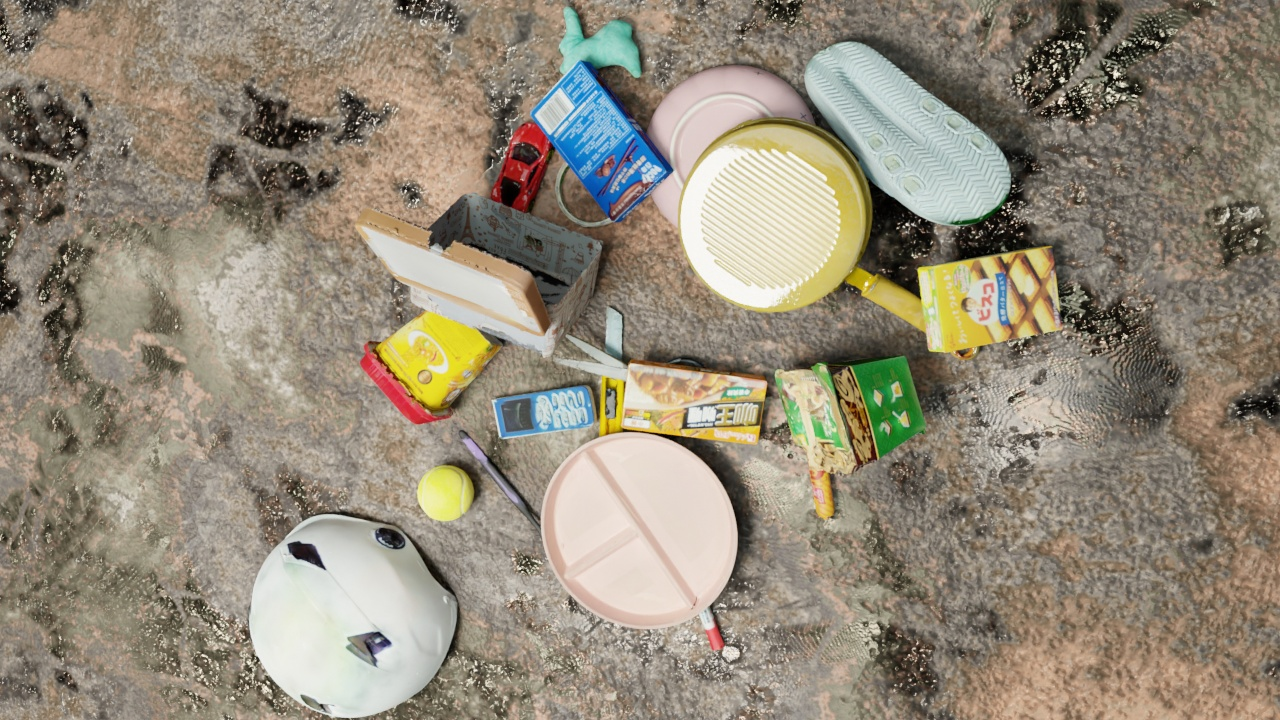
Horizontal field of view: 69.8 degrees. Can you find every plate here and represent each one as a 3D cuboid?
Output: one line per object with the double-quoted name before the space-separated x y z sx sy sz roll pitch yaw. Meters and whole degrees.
"plate" -0.002 0.192 1.044 0.230 0.028 0.229 2 98 15
"plate" 0.094 -0.220 0.982 0.192 0.039 0.192 1 97 12

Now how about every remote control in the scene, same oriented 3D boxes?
"remote control" -0.112 0.060 1.068 0.125 0.024 0.049 -8 95 16

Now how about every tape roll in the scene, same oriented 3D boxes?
"tape roll" -0.053 -0.193 1.030 0.086 0.014 0.086 2 98 12

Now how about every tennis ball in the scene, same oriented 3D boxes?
"tennis ball" -0.230 0.157 1.085 0.065 0.065 0.065 1 97 12

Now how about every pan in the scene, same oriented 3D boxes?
"pan" 0.202 -0.103 0.946 0.357 0.078 0.198 37 114 3

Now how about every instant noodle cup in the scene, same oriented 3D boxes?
"instant noodle cup" -0.233 -0.004 1.048 0.123 0.116 0.116 -42 87 2

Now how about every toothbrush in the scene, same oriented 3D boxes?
"toothbrush" -0.157 0.156 1.099 0.014 0.016 0.189 -41 84 2

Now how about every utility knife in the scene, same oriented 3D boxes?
"utility knife" -0.036 0.049 1.055 0.033 0.015 0.223 3 97 9

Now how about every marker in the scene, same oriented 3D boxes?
"marker" 0.065 0.265 1.060 0.017 0.017 0.145 -20 92 13

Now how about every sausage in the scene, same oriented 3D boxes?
"sausage" 0.193 0.099 1.010 0.021 0.021 0.165 -9 94 13

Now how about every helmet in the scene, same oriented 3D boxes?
"helmet" -0.365 0.314 1.092 0.258 0.145 0.229 43 103 4

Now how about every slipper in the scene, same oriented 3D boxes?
"slipper" 0.258 -0.223 0.927 0.104 0.074 0.245 -37 71 -6

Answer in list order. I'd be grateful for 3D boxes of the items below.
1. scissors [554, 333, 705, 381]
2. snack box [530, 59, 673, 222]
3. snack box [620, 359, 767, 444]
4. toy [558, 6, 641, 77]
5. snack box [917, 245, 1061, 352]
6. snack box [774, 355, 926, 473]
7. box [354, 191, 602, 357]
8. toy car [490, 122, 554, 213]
"scissors" -0.007 0.022 1.034 0.164 0.014 0.164 -20 100 6
"snack box" -0.043 -0.236 0.992 0.085 0.026 0.157 -40 83 26
"snack box" 0.058 0.046 1.015 0.154 0.026 0.075 7 102 1
"toy" -0.050 -0.345 1.003 0.092 0.030 0.096 -14 91 11
"snack box" 0.352 -0.062 0.922 0.140 0.034 0.087 -10 96 -12
"snack box" 0.221 0.045 0.949 0.105 0.118 0.117 -19 94 -18
"box" -0.159 -0.088 0.939 0.179 0.269 0.136 22 104 10
"toy car" -0.134 -0.216 1.037 0.049 0.031 0.106 25 99 7
